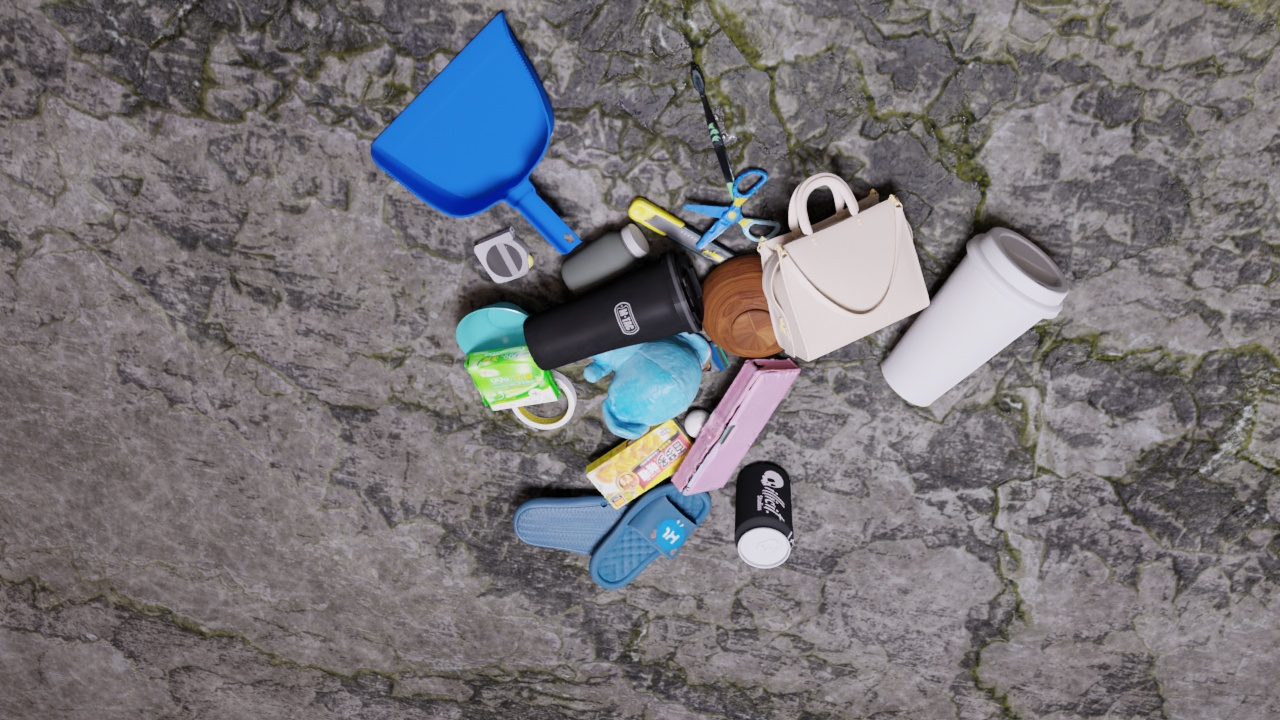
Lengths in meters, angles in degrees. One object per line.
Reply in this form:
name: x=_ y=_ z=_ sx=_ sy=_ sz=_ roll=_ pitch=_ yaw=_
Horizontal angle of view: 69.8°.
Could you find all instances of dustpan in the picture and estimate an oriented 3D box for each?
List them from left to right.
dustpan: x=-0.165 y=-0.237 z=1.119 sx=0.246 sy=0.059 sz=0.257 roll=-36 pitch=111 yaw=24

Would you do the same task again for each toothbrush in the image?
toothbrush: x=0.092 y=-0.260 z=1.093 sx=0.014 sy=0.017 sz=0.188 roll=-15 pitch=119 yaw=13

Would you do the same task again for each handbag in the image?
handbag: x=0.232 y=-0.126 z=1.084 sx=0.194 sy=0.101 sz=0.198 roll=-24 pitch=113 yaw=-12

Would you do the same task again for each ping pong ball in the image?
ping pong ball: x=0.082 y=0.089 z=1.286 sx=0.040 sy=0.040 sz=0.040 roll=3 pitch=121 yaw=6

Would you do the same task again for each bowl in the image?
bowl: x=-0.183 y=-0.043 z=1.232 sx=0.121 sy=0.046 sz=0.121 roll=2 pitch=139 yaw=1
bowl: x=0.145 y=-0.054 z=1.167 sx=0.147 sy=0.068 sz=0.147 roll=2 pitch=126 yaw=3

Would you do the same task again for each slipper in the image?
slipper: x=-0.086 y=0.241 z=1.390 sx=0.213 sy=0.059 sz=0.104 roll=7 pitch=112 yaw=-10
slipper: x=0.013 y=0.260 z=1.355 sx=0.214 sy=0.059 sz=0.104 roll=-41 pitch=116 yaw=1

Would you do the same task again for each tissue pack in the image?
tissue pack: x=-0.172 y=0.024 z=1.247 sx=0.114 sy=0.034 sz=0.100 roll=-10 pitch=136 yaw=11

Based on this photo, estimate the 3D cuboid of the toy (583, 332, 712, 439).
toy: x=-0.007 y=0.007 z=1.214 sx=0.180 sy=0.183 sz=0.115 roll=40 pitch=162 yaw=8

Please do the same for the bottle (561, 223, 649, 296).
bottle: x=-0.044 y=-0.127 z=1.164 sx=0.109 sy=0.060 sz=0.060 roll=-30 pitch=112 yaw=23

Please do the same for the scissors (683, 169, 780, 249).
scissors: x=0.119 y=-0.178 z=1.134 sx=0.125 sy=0.016 sz=0.126 roll=41 pitch=111 yaw=-19

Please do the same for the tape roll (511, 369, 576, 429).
tape roll: x=-0.139 y=0.055 z=1.308 sx=0.094 sy=0.019 sz=0.094 roll=3 pitch=120 yaw=6

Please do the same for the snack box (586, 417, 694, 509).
snack box: x=0.004 y=0.145 z=1.322 sx=0.152 sy=0.025 sz=0.075 roll=-34 pitch=111 yaw=12

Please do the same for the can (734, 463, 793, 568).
can: x=0.173 y=0.215 z=1.286 sx=0.080 sy=0.145 sz=0.080 roll=3 pitch=121 yaw=5

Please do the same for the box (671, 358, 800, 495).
box: x=0.131 y=0.094 z=1.261 sx=0.098 sy=0.041 sz=0.233 roll=2 pitch=129 yaw=-40

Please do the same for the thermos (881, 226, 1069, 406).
thermos: x=0.398 y=-0.044 z=1.124 sx=0.131 sy=0.131 sz=0.222 roll=28 pitch=127 yaw=-9

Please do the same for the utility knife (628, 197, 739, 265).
utility knife: x=0.074 y=-0.149 z=1.161 sx=0.197 sy=0.020 sz=0.029 roll=27 pitch=122 yaw=-11

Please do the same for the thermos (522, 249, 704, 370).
thermos: x=-0.032 y=-0.055 z=1.137 sx=0.219 sy=0.105 sz=0.106 roll=-19 pitch=116 yaw=11

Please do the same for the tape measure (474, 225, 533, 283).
tape measure: x=-0.177 y=-0.137 z=1.201 sx=0.064 sy=0.016 sz=0.065 roll=-19 pitch=116 yaw=18

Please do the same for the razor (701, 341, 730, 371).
razor: x=0.059 y=0.021 z=1.263 sx=0.141 sy=0.018 sz=0.044 roll=-30 pitch=77 yaw=25
